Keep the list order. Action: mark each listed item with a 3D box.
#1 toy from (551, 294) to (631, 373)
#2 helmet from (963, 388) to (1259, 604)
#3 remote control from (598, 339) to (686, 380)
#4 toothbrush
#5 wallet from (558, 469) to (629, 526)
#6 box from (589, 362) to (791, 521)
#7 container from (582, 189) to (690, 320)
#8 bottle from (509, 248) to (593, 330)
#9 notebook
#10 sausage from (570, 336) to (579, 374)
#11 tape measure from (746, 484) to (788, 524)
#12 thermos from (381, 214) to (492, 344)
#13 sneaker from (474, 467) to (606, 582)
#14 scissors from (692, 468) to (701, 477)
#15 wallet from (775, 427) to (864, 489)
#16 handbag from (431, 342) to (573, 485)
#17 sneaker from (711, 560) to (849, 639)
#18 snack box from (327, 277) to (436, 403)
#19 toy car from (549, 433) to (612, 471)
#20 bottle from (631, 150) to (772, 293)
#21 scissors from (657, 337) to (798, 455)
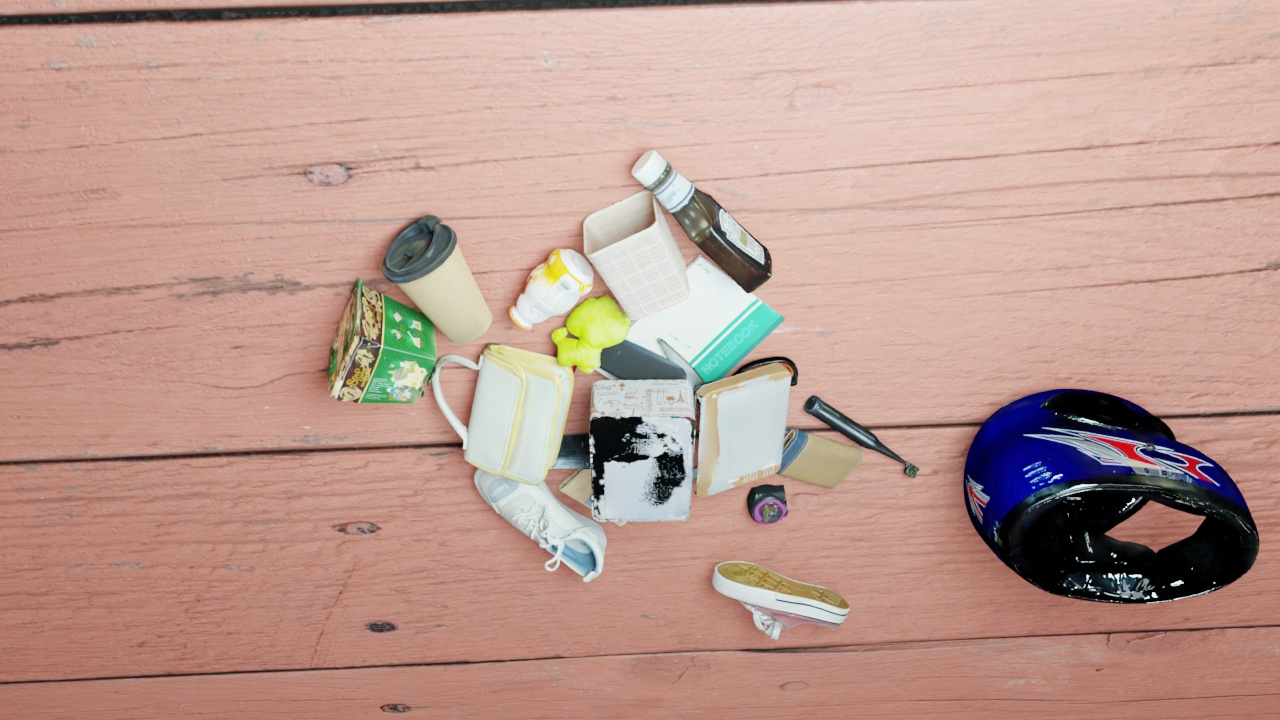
[{"bbox_3d":[-0.062,-0.034,1.123,0.097,0.031,0.100,15,96,15],"label":"toy"},{"bbox_3d":[0.578,0.157,1.173,0.315,0.239,0.248,6,126,7],"label":"helmet"},{"bbox_3d":[-0.007,0.007,1.153,0.136,0.024,0.053,25,117,-8],"label":"remote control"},{"bbox_3d":[0.309,0.109,1.262,0.212,0.027,0.026,32,163,-23],"label":"toothbrush"},{"bbox_3d":[-0.046,0.185,1.304,0.115,0.024,0.087,36,122,-23],"label":"wallet"},{"bbox_3d":[0.066,0.103,1.161,0.259,0.110,0.179,-1,125,-2],"label":"box"},{"bbox_3d":[-0.001,-0.117,1.051,0.090,0.089,0.111,-22,126,13],"label":"container"},{"bbox_3d":[-0.108,-0.081,1.085,0.063,0.063,0.109,38,115,-26],"label":"bottle"},{"bbox_3d":[0.059,-0.023,1.167,0.150,0.012,0.210,33,118,-24],"label":"notebook"},{"bbox_3d":[-0.100,0.028,1.191,0.020,0.020,0.156,13,124,-12],"label":"sausage"},{"bbox_3d":[0.183,0.208,1.319,0.057,0.039,0.058,-3,126,-1],"label":"tape measure"},{"bbox_3d":[-0.231,-0.089,1.064,0.093,0.093,0.143,-20,132,11],"label":"thermos"},{"bbox_3d":[-0.141,0.230,1.289,0.090,0.090,0.242,-37,118,20],"label":"sneaker"},{"bbox_3d":[0.105,0.162,1.301,0.137,0.017,0.073,-15,134,13],"label":"scissors"},{"bbox_3d":[0.239,0.136,1.273,0.115,0.033,0.090,18,132,-15],"label":"wallet"},{"bbox_3d":[-0.186,0.063,1.165,0.179,0.063,0.163,15,108,5],"label":"handbag"},{"bbox_3d":[0.207,0.379,1.407,0.241,0.118,0.088,20,102,-22],"label":"sneaker"},{"bbox_3d":[-0.309,-0.012,1.107,0.105,0.117,0.118,16,127,-28],"label":"snack box"},{"bbox_3d":[-0.086,0.124,1.238,0.120,0.054,0.037,-1,124,-1],"label":"toy car"},{"bbox_3d":[0.070,-0.158,1.029,0.044,0.079,0.195,-37,117,28],"label":"bottle"},{"bbox_3d":[0.098,0.047,1.203,0.235,0.021,0.221,-15,122,7],"label":"scissors"}]
